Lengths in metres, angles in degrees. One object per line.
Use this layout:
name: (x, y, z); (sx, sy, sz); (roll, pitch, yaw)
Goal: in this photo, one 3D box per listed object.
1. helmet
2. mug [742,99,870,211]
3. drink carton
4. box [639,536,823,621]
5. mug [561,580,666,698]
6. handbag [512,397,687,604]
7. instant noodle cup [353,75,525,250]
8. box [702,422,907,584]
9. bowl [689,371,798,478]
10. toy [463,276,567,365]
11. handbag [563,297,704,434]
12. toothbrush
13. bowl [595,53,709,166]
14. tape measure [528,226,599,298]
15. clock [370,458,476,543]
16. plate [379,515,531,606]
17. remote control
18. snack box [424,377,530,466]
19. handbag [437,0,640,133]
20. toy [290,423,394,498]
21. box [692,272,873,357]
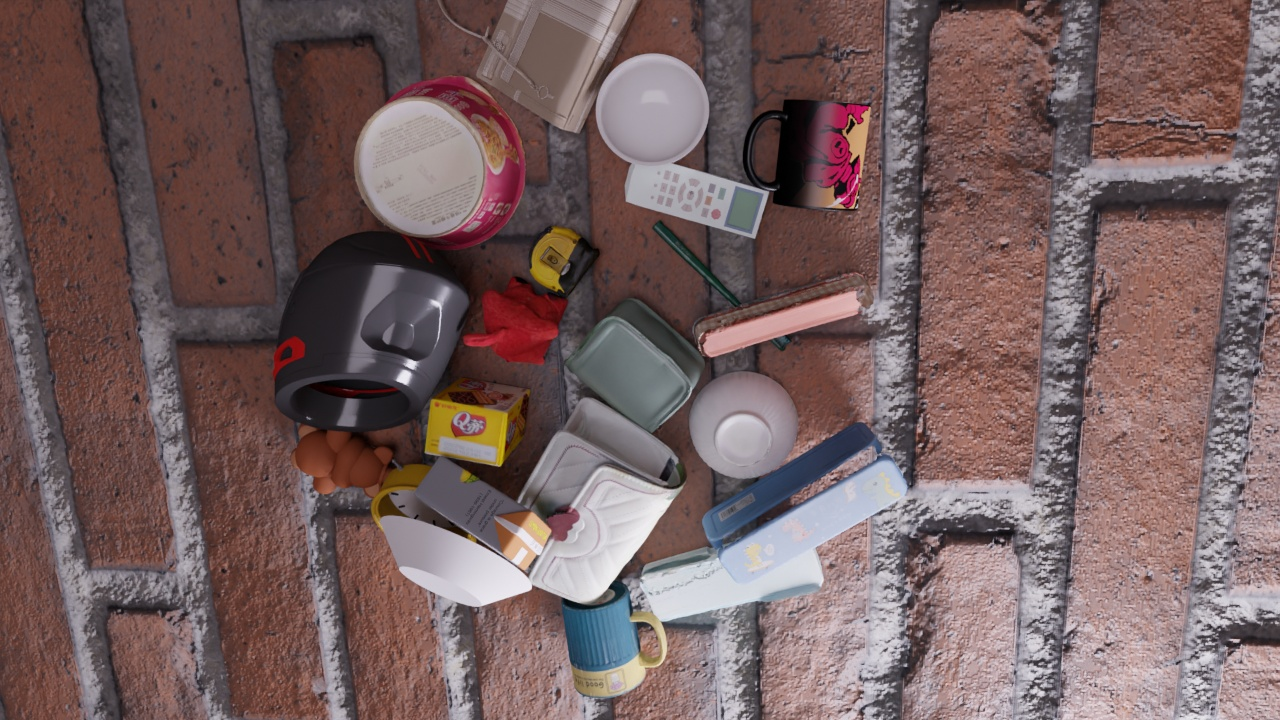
helmet: (-0.273, -0.040, 0.932); (0.164, 0.169, 0.266); (18, 152, -34)
mug: (0.156, -0.198, 0.880); (0.118, 0.082, 0.098); (2, 105, -11)
drink carton: (-0.158, 0.153, 0.923); (0.125, 0.076, 0.048); (27, 72, 25)
box: (0.102, 0.240, 1.027); (0.199, 0.066, 0.083); (-17, 125, 11)
mug: (-0.028, 0.312, 1.038); (0.114, 0.083, 0.107); (-6, 99, 15)
handbag: (-0.056, 0.157, 0.973); (0.142, 0.096, 0.199); (32, 121, 3)
instant noodle cup: (-0.213, -0.197, 0.939); (0.179, 0.077, 0.179); (2, 104, 7)
box: (0.171, 0.149, 0.973); (0.209, 0.074, 0.078); (-32, 114, 8)
bowl: (0.108, 0.075, 0.971); (0.118, 0.062, 0.118); (2, 104, 7)
toy: (-0.134, -0.021, 0.951); (0.088, 0.132, 0.094); (30, 116, 12)
handbag: (-0.006, 0.006, 0.965); (0.122, 0.067, 0.106); (41, 121, -3)
toothbrush: (0.086, -0.079, 0.959); (0.190, 0.016, 0.017); (43, 108, -4)
bowl: (0.013, -0.243, 0.911); (0.110, 0.040, 0.110); (0, 89, 4)
tape measure: (-0.086, -0.107, 0.965); (0.064, 0.037, 0.066); (37, 106, -3)
clock: (-0.239, 0.176, 1.032); (0.113, 0.051, 0.152); (9, 133, 5)
plate: (-0.202, 0.220, 0.961); (0.174, 0.174, 0.036); (23, 63, 2)
remote control: (0.055, -0.169, 0.936); (0.143, 0.024, 0.050); (17, 105, 5)
snack box: (-0.172, 0.063, 0.984); (0.083, 0.105, 0.061); (10, 103, 5)
handbag: (-0.114, -0.351, 0.908); (0.198, 0.062, 0.176); (30, 106, 8)
toy: (-0.332, 0.112, 1.049); (0.127, 0.065, 0.095); (19, 109, -8)
box: (0.145, -0.048, 0.941); (0.188, 0.062, 0.058); (-15, 120, 0)
